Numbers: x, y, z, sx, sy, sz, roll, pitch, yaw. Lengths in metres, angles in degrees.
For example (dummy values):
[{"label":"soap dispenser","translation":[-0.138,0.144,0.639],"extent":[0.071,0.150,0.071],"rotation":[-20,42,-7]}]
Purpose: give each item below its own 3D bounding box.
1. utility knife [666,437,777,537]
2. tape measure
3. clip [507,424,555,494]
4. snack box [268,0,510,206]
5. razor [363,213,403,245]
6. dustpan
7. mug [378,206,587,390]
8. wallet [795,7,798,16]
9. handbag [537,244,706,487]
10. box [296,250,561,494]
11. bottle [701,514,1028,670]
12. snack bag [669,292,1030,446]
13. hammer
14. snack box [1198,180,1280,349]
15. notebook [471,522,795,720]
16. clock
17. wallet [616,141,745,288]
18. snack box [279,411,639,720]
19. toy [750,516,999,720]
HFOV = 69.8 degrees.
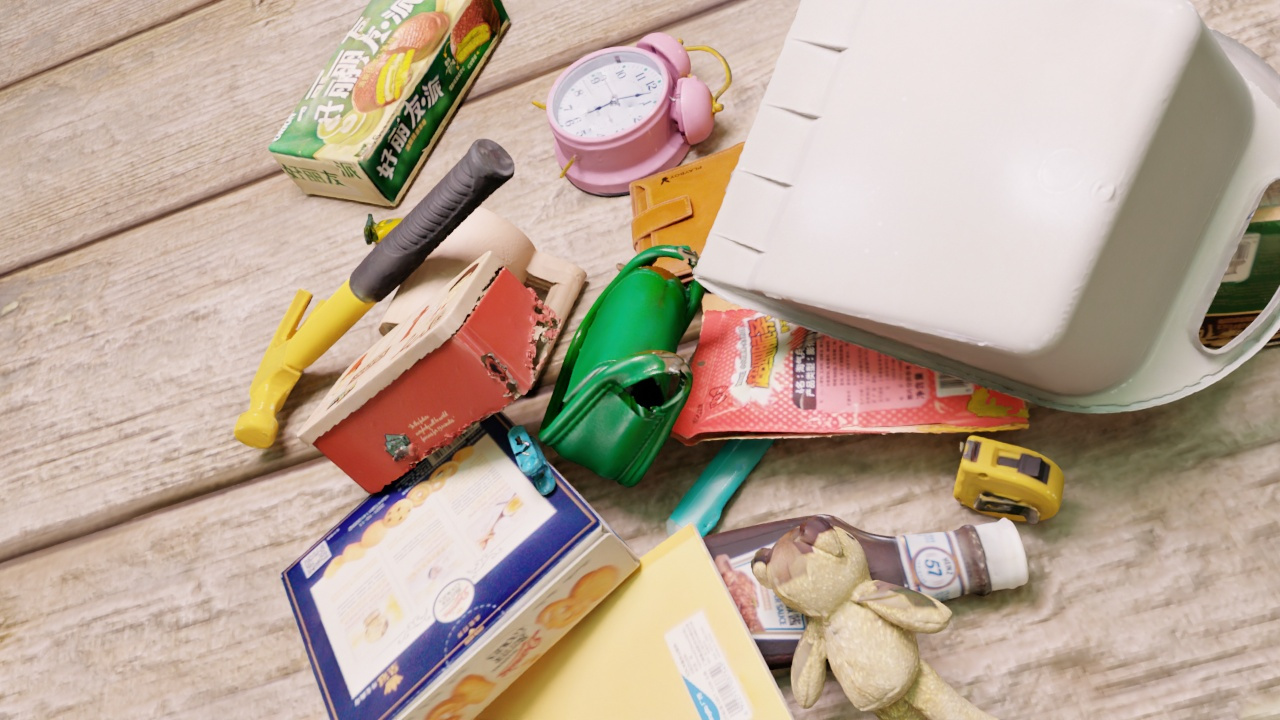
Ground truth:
[{"label":"utility knife","translation":[0.065,0.062,0.585],"extent":[0.029,0.013,0.151],"rotation":[32,72,29]},{"label":"tape measure","translation":[0.201,0.070,0.505],"extent":[0.057,0.060,0.028],"rotation":[14,64,19]},{"label":"clip","translation":[-0.065,0.056,0.539],"extent":[0.014,0.047,0.057],"rotation":[-37,31,-2]},{"label":"snack box","translation":[-0.225,-0.256,0.844],"extent":[0.115,0.063,0.239],"rotation":[14,66,27]},{"label":"razor","translation":[-0.174,-0.136,0.775],"extent":[0.132,0.028,0.043],"rotation":[-29,24,4]},{"label":"dustpan","translation":[0.198,-0.091,0.488],"extent":[0.258,0.142,0.223],"rotation":[29,101,43]},{"label":"mug","translation":[-0.116,-0.043,0.678],"extent":[0.124,0.084,0.103],"rotation":[22,69,0]},{"label":"wallet","translation":[0.198,-0.287,0.745],"extent":[0.101,0.020,0.115],"rotation":[-37,53,-6]},{"label":"handbag","translation":[-0.003,0.003,0.565],"extent":[0.068,0.120,0.131],"rotation":[30,42,-12]},{"label":"box","translation":[-0.129,0.015,0.587],"extent":[0.169,0.080,0.091],"rotation":[-31,23,33]},{"label":"bottle","translation":[0.111,0.124,0.512],"extent":[0.195,0.044,0.079],"rotation":[-13,65,10]},{"label":"snack bag","translation":[0.126,0.002,0.564],"extent":[0.208,0.073,0.128],"rotation":[-2,45,20]},{"label":"hammer","translation":[-0.194,-0.053,0.650],"extent":[0.302,0.033,0.128],"rotation":[-35,38,32]},{"label":"snack box","translation":[0.337,-0.077,0.517],"extent":[0.118,0.106,0.117],"rotation":[-6,59,17]},{"label":"notebook","translation":[-0.022,0.203,0.497],"extent":[0.206,0.010,0.145],"rotation":[-38,54,14]},{"label":"clock","translation":[-0.002,-0.204,0.738],"extent":[0.158,0.060,0.117],"rotation":[-23,56,2]},{"label":"wallet","translation":[0.040,-0.101,0.670],"extent":[0.119,0.035,0.130],"rotation":[-15,43,9]},{"label":"snack box","translation":[-0.119,0.126,0.558],"extent":[0.177,0.046,0.182],"rotation":[-42,38,-9]},{"label":"toy","translation":[0.123,0.146,0.457],"extent":[0.157,0.105,0.066],"rotation":[49,44,5]}]
